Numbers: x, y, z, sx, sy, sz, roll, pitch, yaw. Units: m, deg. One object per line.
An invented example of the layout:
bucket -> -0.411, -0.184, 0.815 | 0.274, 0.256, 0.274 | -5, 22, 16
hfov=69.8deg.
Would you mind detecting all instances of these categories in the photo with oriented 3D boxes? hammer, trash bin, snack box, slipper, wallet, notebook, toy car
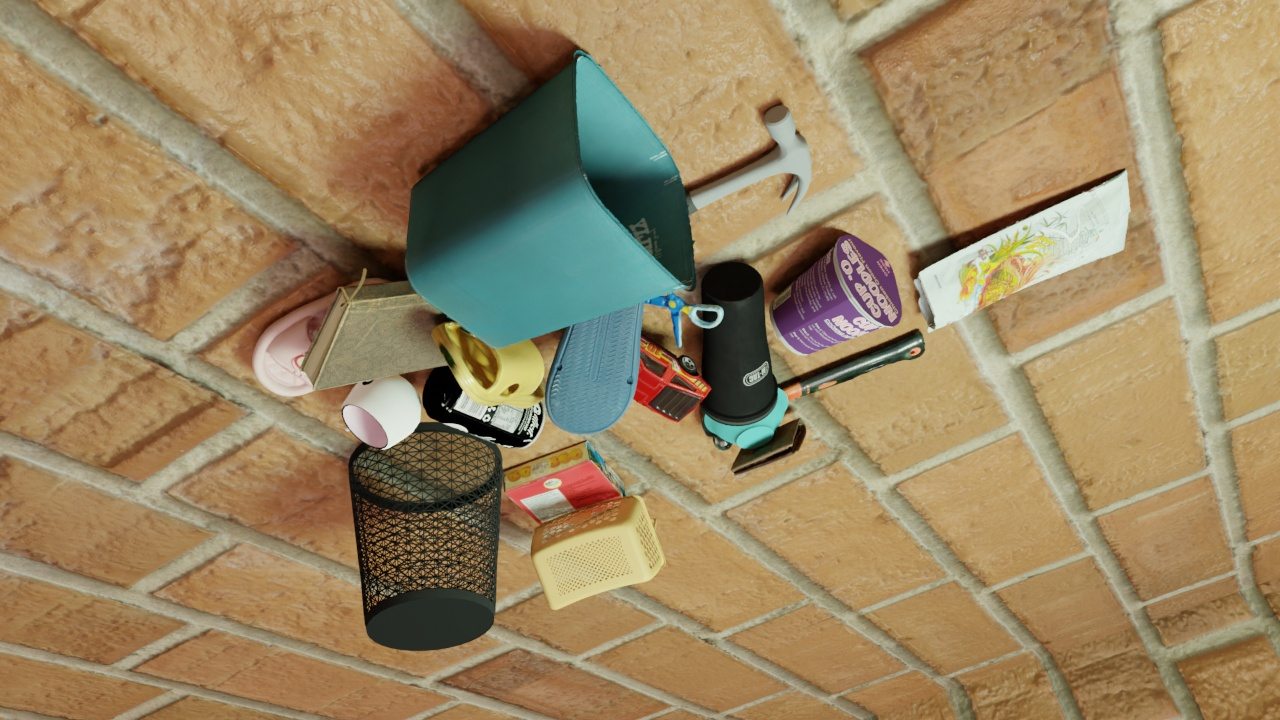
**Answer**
hammer -> 0.241, 0.034, 1.301 | 0.333, 0.033, 0.133 | -21, 140, 10
trash bin -> -0.289, 0.246, 1.252 | 0.217, 0.242, 0.217 | -7, 142, -6
snack box -> -0.114, 0.193, 1.396 | 0.143, 0.040, 0.145 | -20, 141, 11
slipper -> -0.353, -0.023, 1.050 | 0.222, 0.055, 0.107 | -30, 137, 19
wallet -> 0.185, 0.124, 1.313 | 0.099, 0.120, 0.027 | -24, 97, 22
slipper -> -0.046, -0.013, 1.082 | 0.104, 0.059, 0.214 | 15, 102, 1
trash bin -> -0.092, -0.135, 0.883 | 0.219, 0.196, 0.199 | -23, 141, 24
slipper -> -0.156, -0.003, 1.049 | 0.078, 0.099, 0.263 | -40, 166, 3
notebook -> -0.245, -0.048, 0.998 | 0.214, 0.034, 0.191 | -12, 152, -44
hammer -> 0.039, -0.162, 1.000 | 0.311, 0.029, 0.125 | -23, 140, 15
toy car -> -0.007, 0.007, 1.146 | 0.189, 0.056, 0.082 | 34, 125, -13

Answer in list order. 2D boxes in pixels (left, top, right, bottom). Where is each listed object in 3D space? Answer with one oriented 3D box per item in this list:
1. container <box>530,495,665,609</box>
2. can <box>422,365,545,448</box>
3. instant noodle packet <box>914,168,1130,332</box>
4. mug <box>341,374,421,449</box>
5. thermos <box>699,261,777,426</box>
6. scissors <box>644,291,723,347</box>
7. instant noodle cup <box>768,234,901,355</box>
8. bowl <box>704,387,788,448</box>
container -> -0.067, 0.287, 1.406 | 0.183, 0.129, 0.167 | -19, -175, 8
can -> -0.199, 0.058, 1.171 | 0.080, 0.080, 0.146 | -36, 136, 28
instant noodle packet -> 0.480, -0.125, 1.147 | 0.269, 0.057, 0.147 | -24, 142, 8
mug -> -0.328, 0.062, 1.146 | 0.124, 0.076, 0.090 | -18, 115, 44
thermos -> 0.119, -0.019, 1.150 | 0.106, 0.105, 0.219 | -11, 137, -1
scissors -> 0.043, -0.069, 1.080 | 0.013, 0.130, 0.125 | -38, 134, -40
instant noodle cup -> 0.231, -0.071, 1.115 | 0.122, 0.122, 0.136 | -33, -177, 39
bowl -> 0.154, 0.089, 1.280 | 0.121, 0.046, 0.121 | -9, 142, -7
